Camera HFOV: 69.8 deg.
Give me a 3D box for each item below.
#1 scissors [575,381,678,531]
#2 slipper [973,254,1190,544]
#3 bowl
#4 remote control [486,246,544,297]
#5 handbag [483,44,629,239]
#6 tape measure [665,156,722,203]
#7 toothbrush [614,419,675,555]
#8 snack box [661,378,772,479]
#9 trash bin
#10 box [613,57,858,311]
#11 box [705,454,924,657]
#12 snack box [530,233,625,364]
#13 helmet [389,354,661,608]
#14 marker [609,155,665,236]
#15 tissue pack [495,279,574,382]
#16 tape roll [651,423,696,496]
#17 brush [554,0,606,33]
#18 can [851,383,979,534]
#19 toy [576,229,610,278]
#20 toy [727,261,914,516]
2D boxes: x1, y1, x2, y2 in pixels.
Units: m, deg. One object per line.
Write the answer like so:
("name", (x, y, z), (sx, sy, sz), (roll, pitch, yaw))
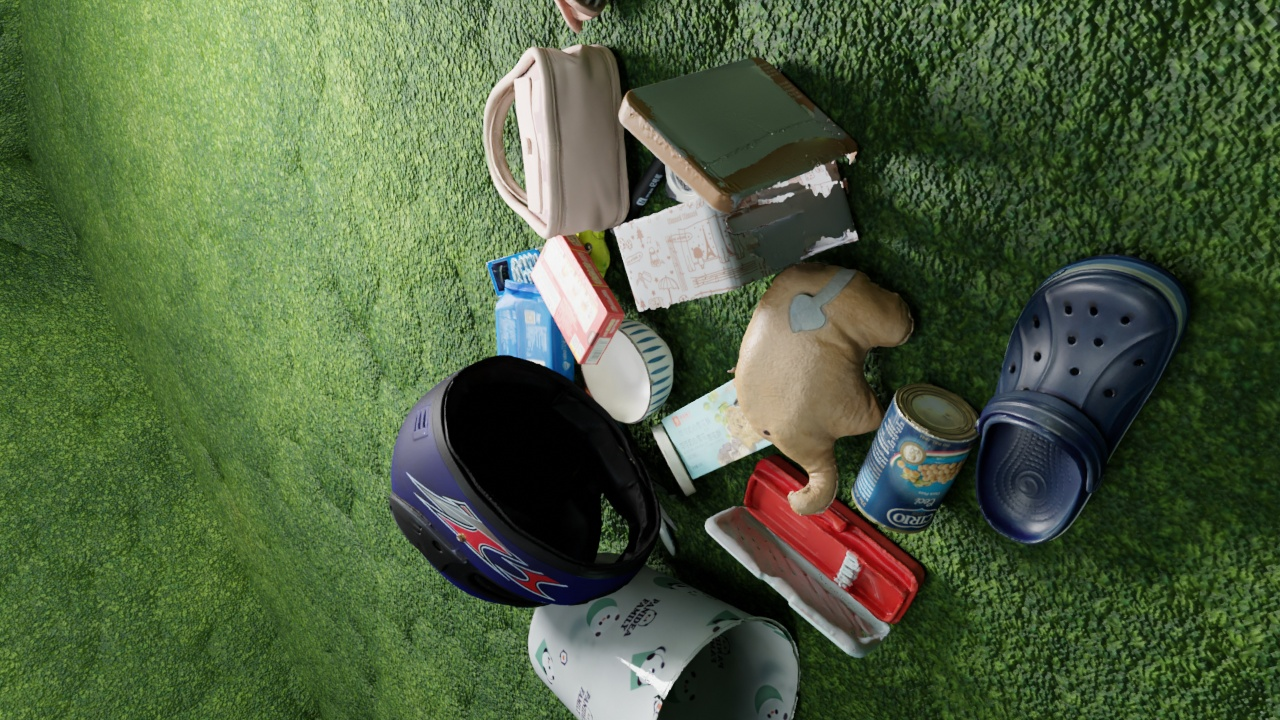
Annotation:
("scissors", (-0.026, 0.117, 1.109), (0.225, 0.015, 0.189), (63, 152, 6))
("slipper", (0.302, 0.039, 0.676), (0.105, 0.095, 0.253), (32, 133, 31))
("bowl", (-0.006, 0.006, 1.022), (0.116, 0.066, 0.117), (25, 125, 41))
("remote control", (-0.151, -0.111, 1.159), (0.125, 0.024, 0.049), (-6, 103, 48))
("handbag", (-0.112, -0.240, 1.010), (0.234, 0.093, 0.193), (20, 117, 54))
("tape measure", (0.055, -0.184, 0.887), (0.066, 0.033, 0.066), (28, 129, 40))
("toothbrush", (0.001, 0.151, 1.122), (0.016, 0.018, 0.191), (-26, 87, 62))
("snack box", (0.100, 0.059, 0.940), (0.175, 0.051, 0.074), (-34, 83, 50))
("trash bin", (0.013, 0.353, 1.058), (0.252, 0.229, 0.230), (19, 121, 48))
("box", (0.071, -0.158, 0.766), (0.155, 0.182, 0.185), (-12, 98, 50))
("box", (0.162, 0.193, 0.898), (0.201, 0.101, 0.095), (38, 133, 30))
("snack box", (-0.071, -0.073, 1.007), (0.075, 0.025, 0.152), (-59, 46, 32))
("helmet", (-0.137, 0.160, 1.040), (0.315, 0.246, 0.241), (46, 139, 17))
("marker", (0.002, -0.177, 0.962), (0.022, 0.020, 0.132), (58, 141, 15))
("tissue pack", (-0.128, -0.021, 1.135), (0.095, 0.052, 0.157), (6, 105, 28))
("tape roll", (0.037, 0.111, 1.024), (0.086, 0.014, 0.086), (62, 180, -1))
("brush", (-0.079, -0.402, 0.909), (0.073, 0.063, 0.145), (-32, 85, 46))
("can", (0.234, 0.083, 0.784), (0.075, 0.075, 0.111), (38, 132, 30))
("toy", (-0.068, -0.120, 1.058), (0.100, 0.031, 0.097), (36, 132, 37))
("toy", (0.149, 0.024, 0.818), (0.143, 0.082, 0.226), (20, 113, 22))
